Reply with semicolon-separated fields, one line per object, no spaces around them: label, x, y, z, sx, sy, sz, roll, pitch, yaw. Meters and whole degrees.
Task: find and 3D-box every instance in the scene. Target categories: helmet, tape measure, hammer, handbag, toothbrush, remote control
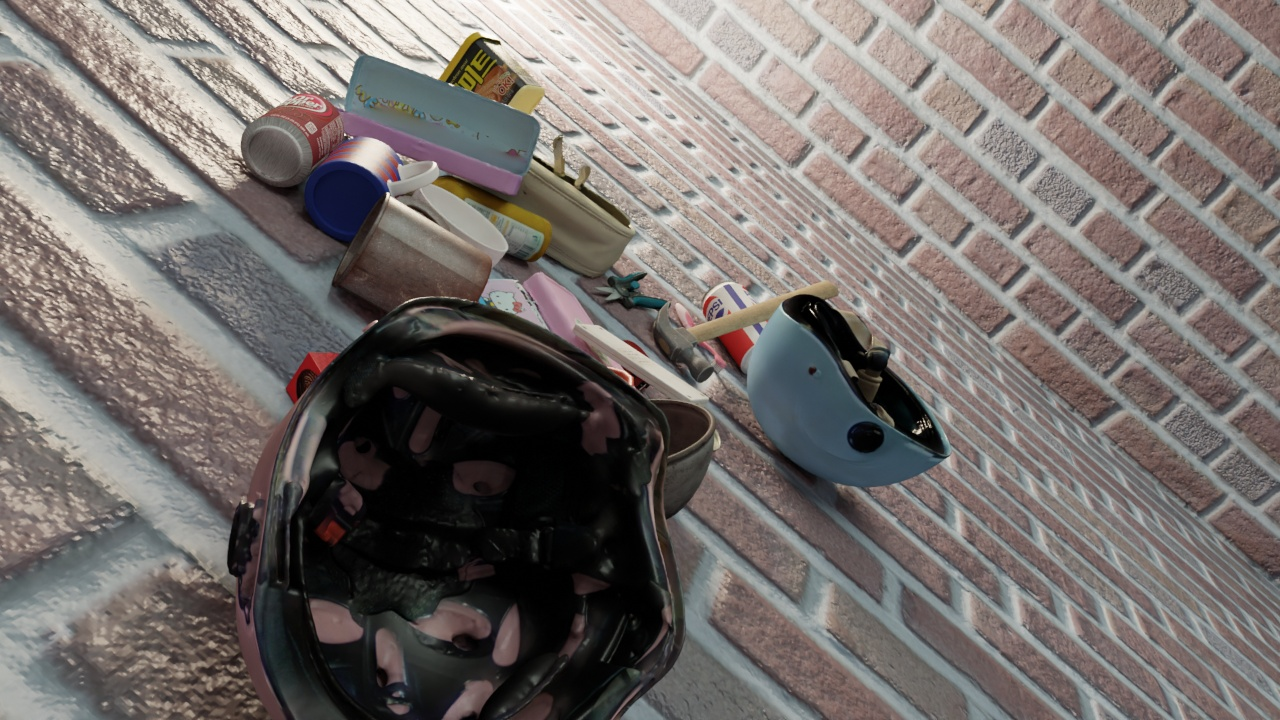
helmet;-0.104;0.104;0.480;0.229;0.153;0.255;17;62;-39
helmet;0.240;0.053;1.104;0.265;0.167;0.225;37;25;-2
tape measure;-0.006;0.006;1.006;0.059;0.019;0.051;53;23;13
hammer;0.152;-0.062;1.202;0.330;0.031;0.119;-21;54;-36
handbag;-0.098;-0.213;1.138;0.229;0.132;0.183;38;17;-11
toothbrush;0.076;-0.031;1.207;0.021;0.016;0.135;18;29;-43
remote control;0.000;0.005;0.853;0.136;0.011;0.050;33;12;20

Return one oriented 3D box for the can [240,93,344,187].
can;-0.320;-0.206;0.852;0.063;0.063;0.114;33;24;-16

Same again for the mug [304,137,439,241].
mug;-0.241;-0.160;0.839;0.076;0.112;0.075;-92;171;-60

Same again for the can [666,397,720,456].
can;0.025;0.083;0.837;0.067;0.076;0.067;32;24;-17

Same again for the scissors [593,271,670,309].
scissors;-0.009;-0.087;1.171;0.120;0.019;0.150;36;28;-18

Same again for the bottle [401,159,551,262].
bottle;-0.185;-0.162;0.995;0.186;0.053;0.053;21;30;-37

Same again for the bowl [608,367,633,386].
bowl;-0.063;0.042;0.746;0.121;0.122;0.035;-58;140;-67

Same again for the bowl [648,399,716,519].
bowl;-0.006;0.088;0.744;0.144;0.145;0.067;-58;140;-67

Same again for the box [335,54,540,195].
box;-0.218;-0.257;0.986;0.214;0.092;0.089;20;8;-6

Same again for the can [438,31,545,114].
can;-0.203;-0.337;1.189;0.101;0.131;0.072;46;23;7

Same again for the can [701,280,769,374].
can;0.140;-0.045;1.257;0.070;0.070;0.132;16;33;-44

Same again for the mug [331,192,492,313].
mug;-0.190;-0.089;0.789;0.110;0.096;0.122;35;45;-27

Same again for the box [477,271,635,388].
box;-0.079;-0.012;0.880;0.155;0.059;0.201;13;34;-47

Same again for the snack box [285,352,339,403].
snack box;-0.154;0.062;0.651;0.152;0.036;0.132;51;25;24

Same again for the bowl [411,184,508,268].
bowl;-0.188;-0.122;0.905;0.105;0.054;0.104;37;16;-13
